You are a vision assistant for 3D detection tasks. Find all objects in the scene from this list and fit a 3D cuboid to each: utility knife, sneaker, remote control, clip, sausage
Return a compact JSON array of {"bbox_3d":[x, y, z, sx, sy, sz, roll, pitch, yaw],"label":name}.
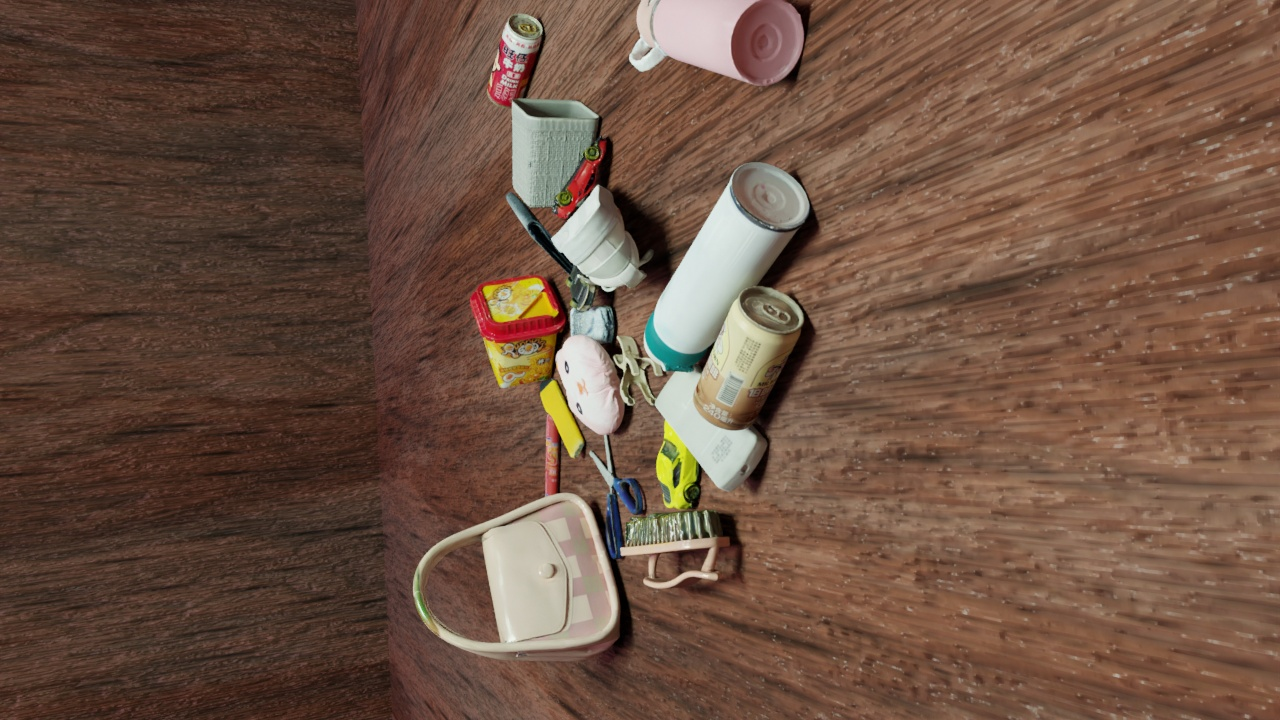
[{"bbox_3d":[-0.106,0.075,1.227,0.033,0.015,0.153,-47,41,15],"label":"utility knife"},{"bbox_3d":[-0.038,-0.128,1.006,0.089,0.090,0.242,-47,15,6],"label":"sneaker"},{"bbox_3d":[0.062,0.057,0.834,0.058,0.021,0.150,-55,36,12],"label":"remote control"},{"bbox_3d":[-0.003,-0.002,0.983,0.084,0.034,0.104,108,157,-44],"label":"clip"},{"bbox_3d":[-0.122,0.142,1.273,0.020,0.020,0.156,-157,67,-64],"label":"sausage"}]

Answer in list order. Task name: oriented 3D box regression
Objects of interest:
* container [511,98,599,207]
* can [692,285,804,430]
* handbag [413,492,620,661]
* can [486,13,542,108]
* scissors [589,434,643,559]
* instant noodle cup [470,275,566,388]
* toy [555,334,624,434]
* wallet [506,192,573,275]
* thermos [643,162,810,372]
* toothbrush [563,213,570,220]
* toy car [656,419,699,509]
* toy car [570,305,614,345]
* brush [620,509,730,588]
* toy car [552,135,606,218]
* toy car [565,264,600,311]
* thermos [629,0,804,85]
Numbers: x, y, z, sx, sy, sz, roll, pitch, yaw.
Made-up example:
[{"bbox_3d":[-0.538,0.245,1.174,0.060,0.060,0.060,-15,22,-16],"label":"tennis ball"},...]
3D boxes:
[{"bbox_3d":[-0.108,-0.253,1.127,0.090,0.090,0.114,-127,38,-53],"label":"container"},{"bbox_3d":[0.086,0.000,0.749,0.117,0.058,0.058,110,147,-40],"label":"can"},{"bbox_3d":[-0.150,0.265,1.083,0.094,0.233,0.193,114,145,-48],"label":"handbag"},{"bbox_3d":[-0.179,-0.425,1.307,0.133,0.053,0.053,125,137,-54],"label":"can"},{"bbox_3d":[-0.031,0.152,1.082,0.175,0.012,0.162,-173,82,-67],"label":"scissors"},{"bbox_3d":[-0.167,-0.036,1.260,0.116,0.116,0.124,-117,23,-43],"label":"instant noodle cup"},{"bbox_3d":[-0.064,0.029,1.089,0.160,0.054,0.121,-7,101,70],"label":"toy"},{"bbox_3d":[-0.116,-0.151,1.148,0.019,0.121,0.097,-40,38,3],"label":"wallet"},{"bbox_3d":[0.062,-0.070,0.788,0.225,0.073,0.073,122,139,-52],"label":"thermos"},{"bbox_3d":[-0.126,-0.241,1.253,0.191,0.016,0.018,-117,23,-44],"label":"toothbrush"},{"bbox_3d":[0.036,0.094,0.903,0.048,0.032,0.105,-155,67,-64],"label":"toy car"},{"bbox_3d":[-0.061,-0.043,1.107,0.106,0.031,0.049,4,98,64],"label":"toy car"},{"bbox_3d":[0.038,0.179,0.871,0.146,0.063,0.073,153,116,-62],"label":"brush"},{"bbox_3d":[-0.068,-0.214,1.072,0.106,0.031,0.049,-60,13,1],"label":"toy car"},{"bbox_3d":[-0.065,-0.092,1.086,0.090,0.035,0.042,-103,31,-55],"label":"toy car"},{"bbox_3d":[0.052,-0.274,0.777,0.087,0.067,0.198,-50,35,3],"label":"thermos"}]
